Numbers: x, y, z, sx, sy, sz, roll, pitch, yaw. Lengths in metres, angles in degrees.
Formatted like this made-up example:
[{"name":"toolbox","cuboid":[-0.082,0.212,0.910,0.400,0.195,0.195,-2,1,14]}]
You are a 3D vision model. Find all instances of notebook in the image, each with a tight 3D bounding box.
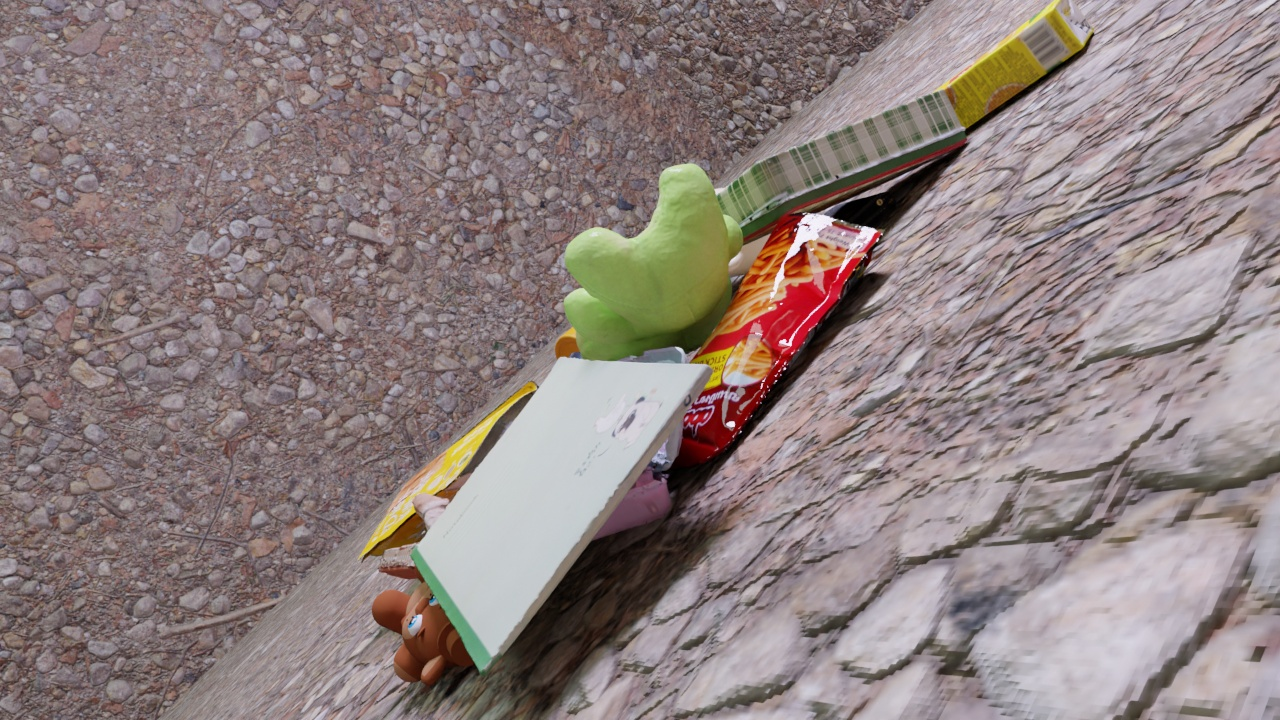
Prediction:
[{"name":"notebook","cuboid":[-0.064,0.072,0.552,0.181,0.010,0.253,-53,18,-12]}]

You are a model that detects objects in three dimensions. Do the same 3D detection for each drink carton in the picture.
[{"name":"drink carton","cuboid":[0.298,-0.237,0.758,0.135,0.043,0.058,-34,7,44]}]

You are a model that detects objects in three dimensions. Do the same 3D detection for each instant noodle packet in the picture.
[{"name":"instant noodle packet","cuboid":[-0.189,0.127,0.971,0.163,0.084,0.221,-37,2,27]}]

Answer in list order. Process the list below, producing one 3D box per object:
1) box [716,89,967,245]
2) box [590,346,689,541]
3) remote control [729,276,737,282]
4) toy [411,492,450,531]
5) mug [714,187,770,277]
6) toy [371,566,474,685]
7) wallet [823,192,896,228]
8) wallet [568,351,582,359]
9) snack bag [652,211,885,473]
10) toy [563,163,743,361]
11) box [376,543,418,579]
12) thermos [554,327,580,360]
[{"name":"box","cuboid":[0.156,-0.152,0.749,0.205,0.051,0.118,-24,-2,-26]},{"name":"box","cuboid":[-0.020,0.065,0.617,0.146,0.077,0.202,-48,9,-12]},{"name":"remote control","cuboid":[0.089,-0.109,1.083,0.143,0.049,0.024,-47,8,-28]},{"name":"toy","cuboid":[-0.120,0.134,0.689,0.106,0.085,0.074,5,81,58]},{"name":"mug","cuboid":[0.095,-0.132,0.996,0.100,0.096,0.119,-4,43,30]},{"name":"toy","cuboid":[-0.134,0.172,0.610,0.094,0.065,0.128,-53,15,-14]},{"name":"wallet","cuboid":[0.172,-0.114,0.798,0.072,0.019,0.123,-42,7,-2]},{"name":"wallet","cuboid":[-0.079,0.058,0.919,0.089,0.026,0.115,-63,-13,-63]},{"name":"snack bag","cuboid":[0.077,-0.004,0.622,0.207,0.066,0.139,-54,16,-15]},{"name":"toy","cuboid":[0.014,-0.050,0.698,0.150,0.107,0.197,-36,-21,-6]},{"name":"box","cuboid":[-0.189,0.186,0.838,0.187,0.082,0.041,-25,49,61]},{"name":"thermos","cuboid":[-0.009,-0.061,1.125,0.232,0.091,0.076,-42,-24,-37]}]
